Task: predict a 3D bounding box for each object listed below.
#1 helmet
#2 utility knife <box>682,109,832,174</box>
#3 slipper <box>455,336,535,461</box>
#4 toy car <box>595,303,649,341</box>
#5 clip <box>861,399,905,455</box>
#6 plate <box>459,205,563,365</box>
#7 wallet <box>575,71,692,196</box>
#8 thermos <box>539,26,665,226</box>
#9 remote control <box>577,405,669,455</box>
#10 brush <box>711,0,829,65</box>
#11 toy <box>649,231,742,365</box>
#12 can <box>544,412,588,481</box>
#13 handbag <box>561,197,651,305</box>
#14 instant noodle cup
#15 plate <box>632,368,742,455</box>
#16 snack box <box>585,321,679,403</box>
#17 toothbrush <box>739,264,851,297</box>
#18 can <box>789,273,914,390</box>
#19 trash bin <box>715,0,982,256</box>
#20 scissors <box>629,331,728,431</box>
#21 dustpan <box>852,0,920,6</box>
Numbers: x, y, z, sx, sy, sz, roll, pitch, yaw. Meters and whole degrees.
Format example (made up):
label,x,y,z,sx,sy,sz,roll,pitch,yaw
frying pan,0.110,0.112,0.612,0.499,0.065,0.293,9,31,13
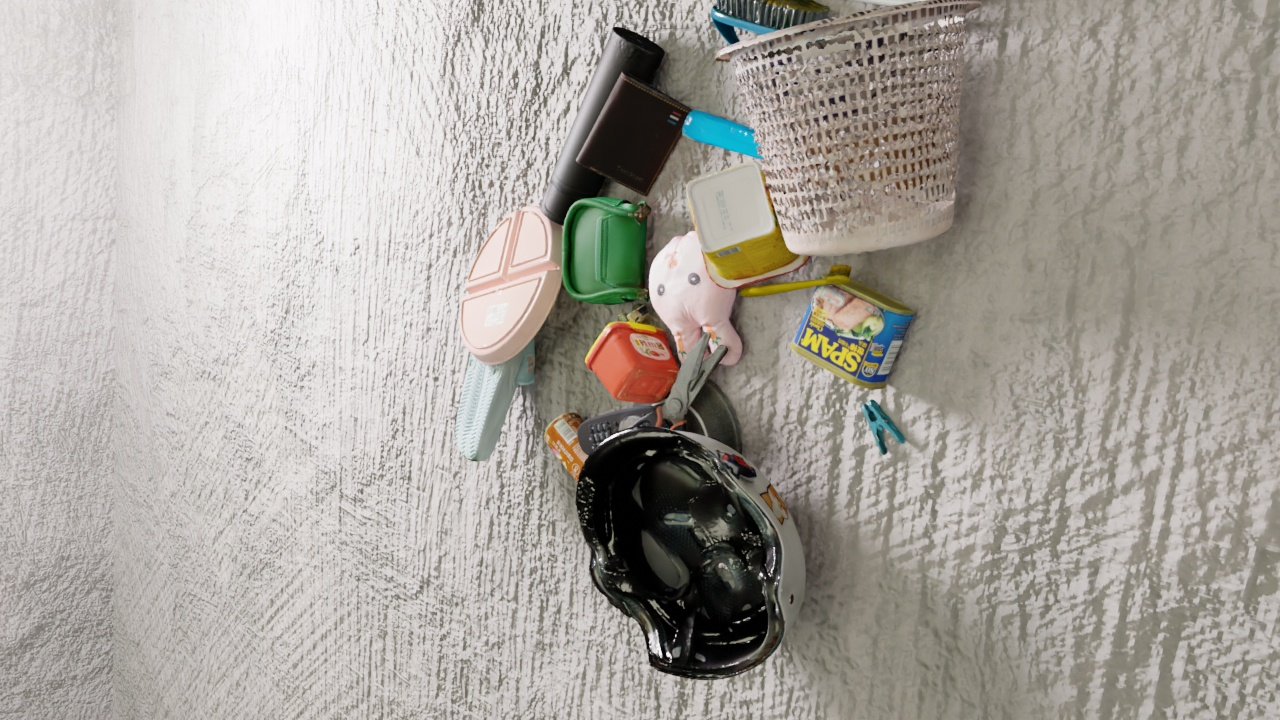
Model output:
label,x,y,z,sx,sy,sz,roll,pitch,yaw
helmet,0.070,0.190,0.987,0.231,0.156,0.274,-45,70,30
utility knife,0.128,-0.233,0.994,0.216,0.018,0.034,30,122,38
slipper,-0.190,0.023,1.272,0.104,0.074,0.245,10,84,51
toy car,-0.020,-0.037,1.136,0.035,0.042,0.091,48,131,3
clip,0.241,0.065,0.918,0.038,0.013,0.055,-39,69,37
plate,-0.177,-0.105,1.228,0.230,0.028,0.229,-27,53,41
wallet,-0.007,-0.265,1.082,0.096,0.020,0.123,27,121,-10
thermos,-0.057,-0.287,1.133,0.243,0.068,0.090,-60,36,29
remote control,-0.019,0.086,1.119,0.137,0.024,0.053,-14,90,34
brush,0.131,-0.348,0.958,0.144,0.055,0.074,33,131,36
toy,0.066,-0.066,1.047,0.122,0.054,0.159,-18,88,43
can,-0.063,0.133,1.179,0.147,0.057,0.058,47,123,30
handbag,-0.035,-0.133,1.121,0.120,0.067,0.131,5,96,45
instant noodle cup,0.104,-0.143,0.932,0.116,0.123,0.116,-16,81,17
plate,0.044,0.100,1.099,0.180,0.024,0.179,5,98,43
snack box,-0.006,0.006,1.084,0.082,0.091,0.080,-55,46,30
toothbrush,0.155,-0.079,0.936,0.190,0.015,0.016,-2,70,67
can,0.209,-0.031,0.910,0.102,0.057,0.083,33,113,36
trash bin,0.193,-0.201,0.821,0.228,0.226,0.192,2,107,43
scissors,0.044,0.072,1.056,0.203,0.015,0.204,-16,93,30
dustpan,0.161,-0.373,0.819,0.258,0.222,0.142,-8,76,33
